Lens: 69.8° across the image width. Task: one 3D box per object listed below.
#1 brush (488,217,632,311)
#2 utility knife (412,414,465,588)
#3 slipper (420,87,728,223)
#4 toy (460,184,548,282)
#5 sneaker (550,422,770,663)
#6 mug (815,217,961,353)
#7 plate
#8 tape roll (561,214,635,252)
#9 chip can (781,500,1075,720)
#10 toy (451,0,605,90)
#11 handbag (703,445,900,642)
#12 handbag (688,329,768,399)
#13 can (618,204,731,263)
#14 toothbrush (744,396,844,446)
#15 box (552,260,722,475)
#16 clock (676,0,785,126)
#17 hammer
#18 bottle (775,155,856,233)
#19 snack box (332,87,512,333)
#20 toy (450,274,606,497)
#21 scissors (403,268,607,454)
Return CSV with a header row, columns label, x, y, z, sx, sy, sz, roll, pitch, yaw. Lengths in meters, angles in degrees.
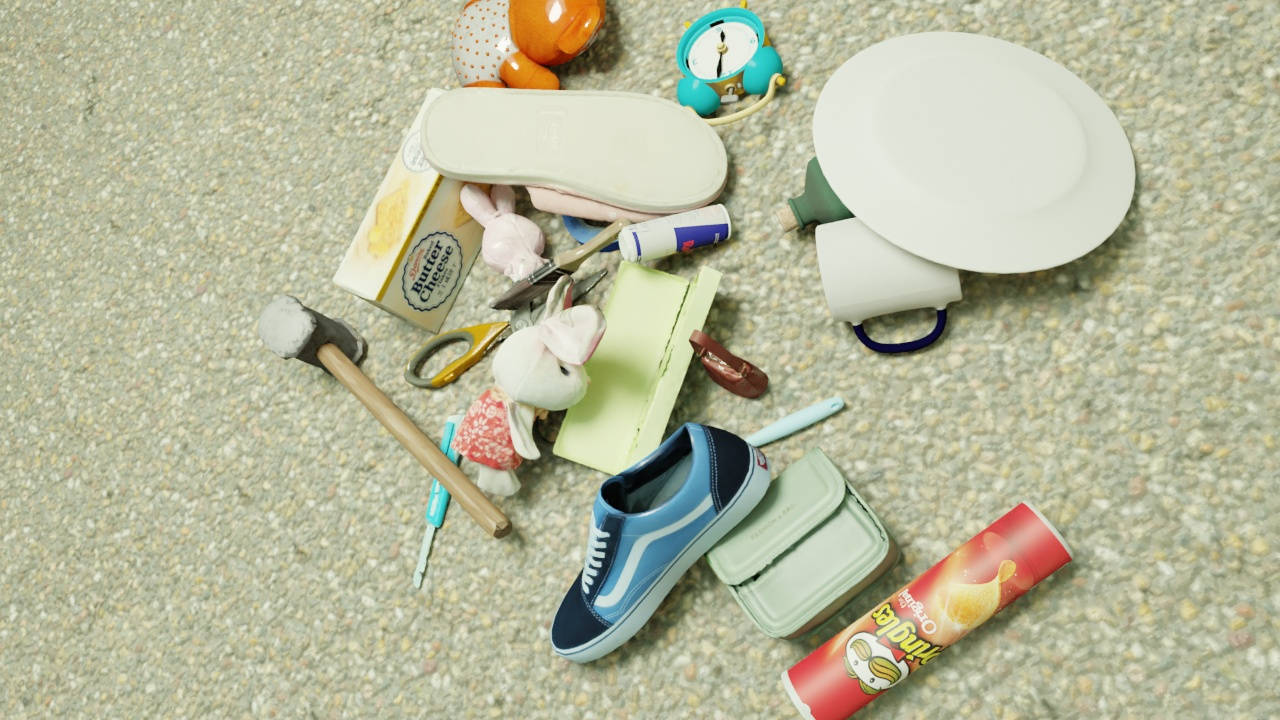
label,x,y,z,sx,sy,sz,roll,pitch,yaw
brush,-0.070,-0.084,0.821,0.151,0.038,0.012,-32,75,20
utility knife,-0.184,0.129,0.844,0.022,0.015,0.161,6,80,25
slipper,-0.058,-0.185,0.818,0.274,0.054,0.114,9,80,-1
toy,-0.126,-0.118,0.858,0.047,0.063,0.110,-39,72,47
sneaker,-0.016,0.133,0.698,0.242,0.098,0.083,-49,30,22
mug,0.197,-0.061,0.717,0.097,0.078,0.112,-10,99,19
plate,0.253,-0.170,0.694,0.242,0.016,0.242,1,61,-1
tape roll,-0.028,-0.148,0.859,0.091,0.016,0.093,4,76,23
chip can,0.201,0.183,0.650,0.215,0.052,0.051,-38,64,7
toy,-0.105,-0.327,0.909,0.173,0.092,0.163,-20,65,29
handbag,0.119,0.141,0.688,0.122,0.067,0.106,-40,63,7
handbag,0.062,-0.001,0.722,0.055,0.119,0.029,27,86,26
can,0.030,-0.109,0.793,0.095,0.032,0.032,-16,66,-14
toothbrush,0.094,0.065,0.748,0.155,0.016,0.022,-27,99,13
box,0.006,0.010,0.782,0.128,0.066,0.188,10,77,44
clock,0.078,-0.271,0.840,0.099,0.043,0.129,-16,62,17
hammer,-0.230,0.051,0.843,0.328,0.098,0.052,39,91,24
bottle,0.174,-0.143,0.751,0.131,0.061,0.061,-26,64,13
snack box,-0.196,-0.140,0.876,0.057,0.104,0.207,23,84,26
toy,-0.091,0.024,0.769,0.194,0.084,0.159,-63,20,6
scissors,-0.117,-0.007,0.855,0.225,0.016,0.229,-30,65,9
